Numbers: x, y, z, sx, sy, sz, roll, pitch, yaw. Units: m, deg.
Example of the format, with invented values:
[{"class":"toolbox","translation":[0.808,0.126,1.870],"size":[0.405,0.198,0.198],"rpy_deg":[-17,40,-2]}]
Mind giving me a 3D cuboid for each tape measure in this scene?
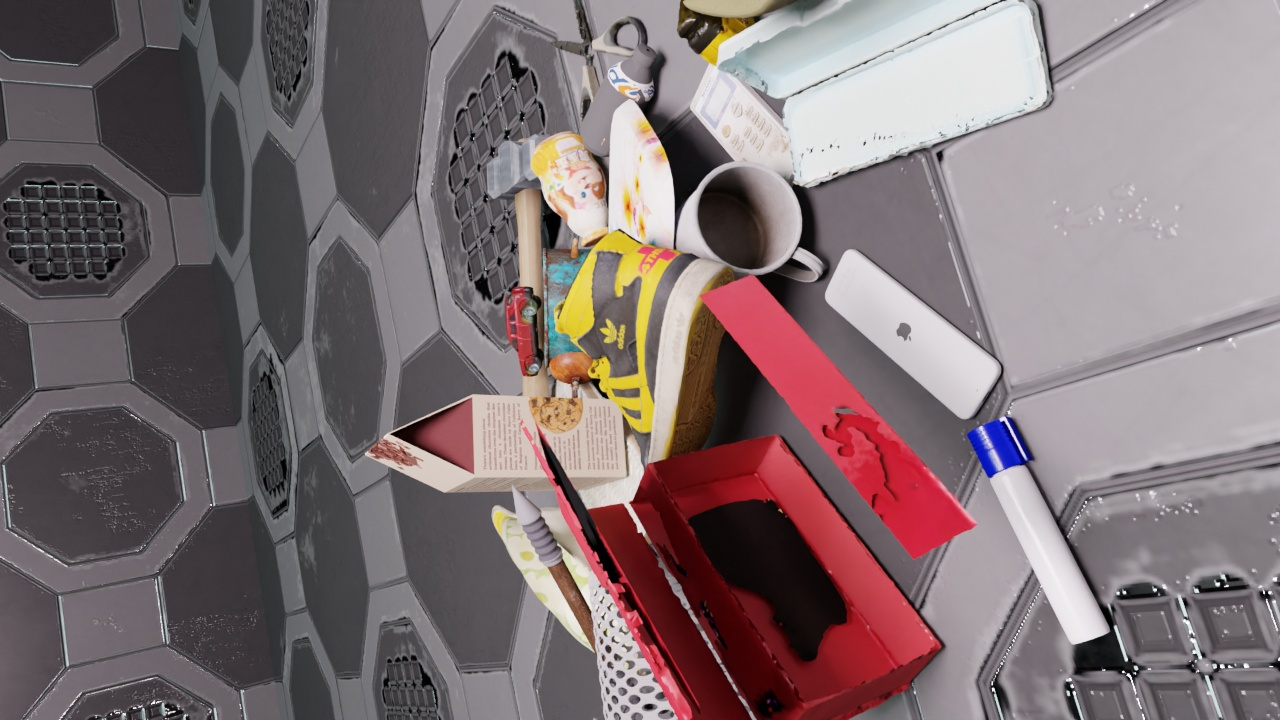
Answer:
[{"class":"tape measure","translation":[0.062,-0.259,0.707],"size":[0.037,0.064,0.065],"rpy_deg":[-40,30,42]}]

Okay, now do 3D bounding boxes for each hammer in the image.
[{"class":"hammer","translation":[-0.116,-0.073,0.978],"size":[0.117,0.051,0.322],"rpy_deg":[-5,87,58]},{"class":"hammer","translation":[-0.043,0.247,0.831],"size":[0.156,0.043,0.322],"rpy_deg":[2,123,55]}]

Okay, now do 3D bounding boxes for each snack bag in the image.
[{"class":"snack bag","translation":[-0.128,0.075,0.807],"size":[0.095,0.206,0.069],"rpy_deg":[-30,61,59]}]

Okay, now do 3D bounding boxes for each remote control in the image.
[{"class":"remote control","translation":[0.084,-0.185,0.731],"size":[0.135,0.011,0.050],"rpy_deg":[57,137,33]},{"class":"remote control","translation":[0.180,-0.021,0.621],"size":[0.146,0.008,0.045],"rpy_deg":[50,132,39]}]

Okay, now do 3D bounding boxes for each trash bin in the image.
[{"class":"trash bin","translation":[0.042,0.247,0.734],"size":[0.157,0.156,0.183],"rpy_deg":[-26,71,53]}]

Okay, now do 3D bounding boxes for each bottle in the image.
[{"class":"bottle","translation":[-0.063,-0.166,0.900],"size":[0.063,0.063,0.109],"rpy_deg":[-26,88,53]},{"class":"bottle","translation":[-0.017,-0.237,0.837],"size":[0.113,0.046,0.047],"rpy_deg":[-55,52,44]}]

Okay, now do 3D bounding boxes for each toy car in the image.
[{"class":"toy car","translation":[-0.114,-0.028,0.915],"size":[0.042,0.036,0.091],"rpy_deg":[-96,-2,-76]}]

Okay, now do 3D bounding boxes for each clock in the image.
[{"class":"clock","translation":[-0.056,-0.031,0.874],"size":[0.121,0.073,0.157],"rpy_deg":[177,93,-84]}]

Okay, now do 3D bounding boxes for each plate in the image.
[{"class":"plate","translation":[-0.005,-0.114,0.786],"size":[0.186,0.016,0.187],"rpy_deg":[-111,19,-52]}]

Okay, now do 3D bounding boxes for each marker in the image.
[{"class":"marker","translation":[0.237,0.099,0.546],"size":[0.027,0.023,0.133],"rpy_deg":[-32,67,29]}]

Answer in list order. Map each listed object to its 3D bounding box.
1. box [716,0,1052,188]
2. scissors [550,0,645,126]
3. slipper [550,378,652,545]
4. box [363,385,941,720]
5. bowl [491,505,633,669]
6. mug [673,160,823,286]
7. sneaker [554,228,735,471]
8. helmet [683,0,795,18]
[{"class":"box","translation":[0.147,-0.186,0.585],"size":[0.198,0.077,0.122],"rpy_deg":[-10,105,54]},{"class":"scissors","translation":[-0.044,-0.296,0.894],"size":[0.158,0.012,0.170],"rpy_deg":[-8,89,53]},{"class":"slipper","translation":[-0.028,0.082,0.897],"size":[0.263,0.052,0.115],"rpy_deg":[48,129,54]},{"class":"box","translation":[0.010,0.146,0.578],"size":[0.124,0.377,0.211],"rpy_deg":[-52,51,24]},{"class":"bowl","translation":[-0.054,0.211,0.907],"size":[0.219,0.060,0.189],"rpy_deg":[44,151,13]},{"class":"mug","translation":[0.081,-0.091,0.692],"size":[0.084,0.113,0.071],"rpy_deg":[-57,8,-14]},{"class":"sneaker","translation":[-0.004,0.004,0.714],"size":[0.122,0.085,0.239],"rpy_deg":[28,137,21]},{"class":"helmet","translation":[0.047,-0.321,0.534],"size":[0.251,0.255,0.232],"rpy_deg":[-58,46,43]}]
